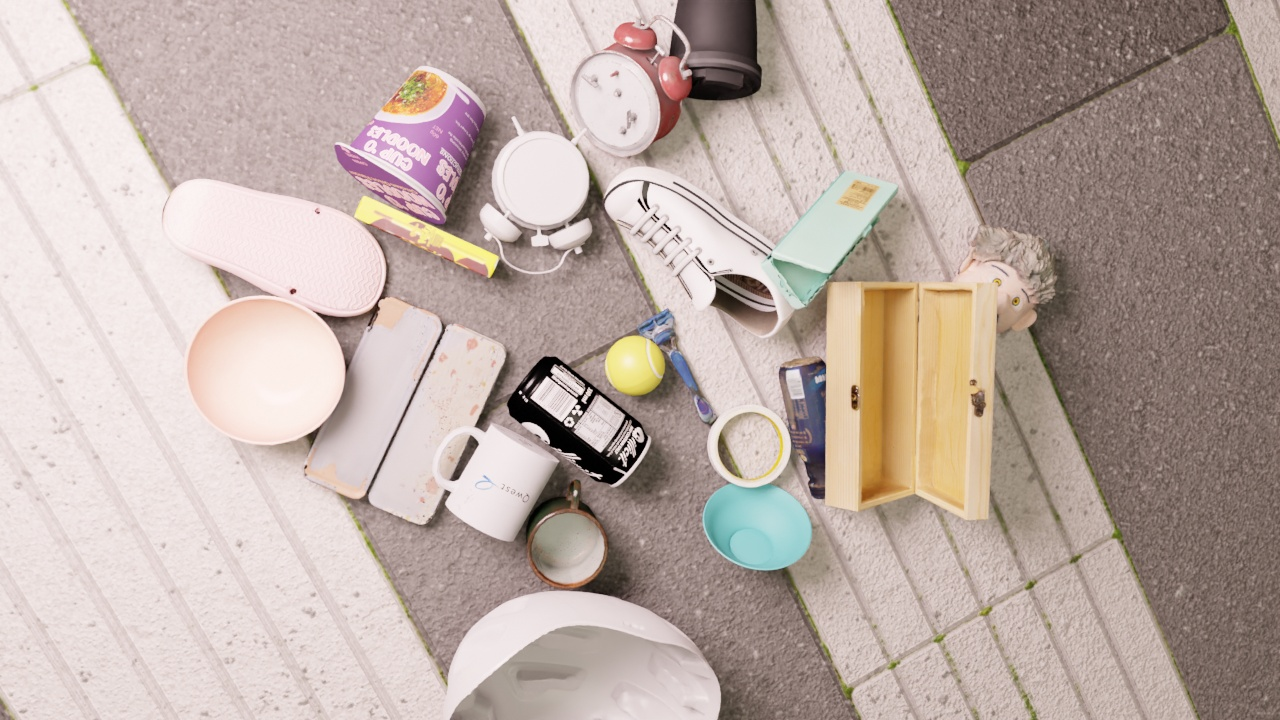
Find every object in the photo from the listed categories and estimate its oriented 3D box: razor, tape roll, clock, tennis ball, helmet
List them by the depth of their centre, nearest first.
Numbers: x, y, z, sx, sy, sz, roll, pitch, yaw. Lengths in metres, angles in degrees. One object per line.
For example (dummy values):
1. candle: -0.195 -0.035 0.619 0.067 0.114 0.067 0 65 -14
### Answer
1. clock: -0.008 -0.280 0.938 0.110 0.157 0.061 47 45 0
2. helmet: -0.058 0.346 0.952 0.282 0.183 0.225 8 116 0
3. clock: -0.108 -0.172 0.981 0.120 0.061 0.159 7 97 -10
4. tennis ball: -0.006 0.006 1.002 0.065 0.065 0.065 -1 94 -9
5. razor: 0.049 0.011 1.036 0.044 0.018 0.141 -31 98 -7
6. tape roll: 0.124 0.097 1.048 0.094 0.019 0.094 0 87 -7

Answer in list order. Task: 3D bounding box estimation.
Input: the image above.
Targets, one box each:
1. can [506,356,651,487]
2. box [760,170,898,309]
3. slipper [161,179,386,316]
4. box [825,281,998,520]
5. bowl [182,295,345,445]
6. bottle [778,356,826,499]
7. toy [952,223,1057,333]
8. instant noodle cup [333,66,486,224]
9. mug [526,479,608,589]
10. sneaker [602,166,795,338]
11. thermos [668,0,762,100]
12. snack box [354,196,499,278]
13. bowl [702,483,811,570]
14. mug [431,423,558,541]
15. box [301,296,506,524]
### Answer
1. can: -0.066 0.066 0.989 0.146 0.080 0.080 39 87 -10
2. box: 0.211 -0.143 0.980 0.077 0.080 0.188 51 54 -7
3. slipper: -0.369 -0.118 0.939 0.221 0.056 0.106 21 84 -20
4. box: 0.298 0.037 1.012 0.185 0.141 0.248 3 96 24
5. bowl: -0.375 0.008 0.937 0.153 0.076 0.153 -1 94 -8
6. bottle: 0.198 0.077 1.045 0.056 0.056 0.161 -13 96 -8
7. toy: 0.405 -0.079 1.062 0.176 0.076 0.132 -44 99 4
8. instant noodle cup: -0.225 -0.227 0.928 0.122 0.137 0.121 21 77 34
9. mug: -0.079 0.181 0.994 0.085 0.081 0.111 10 92 -10
10. sneaker: 0.061 -0.103 0.976 0.245 0.091 0.097 35 50 -15
11. thermos: 0.081 -0.389 0.977 0.105 0.106 0.218 4 88 -10
12. snack box: -0.221 -0.128 0.961 0.149 0.061 0.025 24 90 -10
13. bowl: 0.128 0.198 1.034 0.121 0.121 0.046 -3 134 -9
14. mug: -0.162 0.121 0.973 0.119 0.083 0.096 30 88 -17
15. box: -0.250 0.054 0.983 0.150 0.043 0.216 25 89 -15
